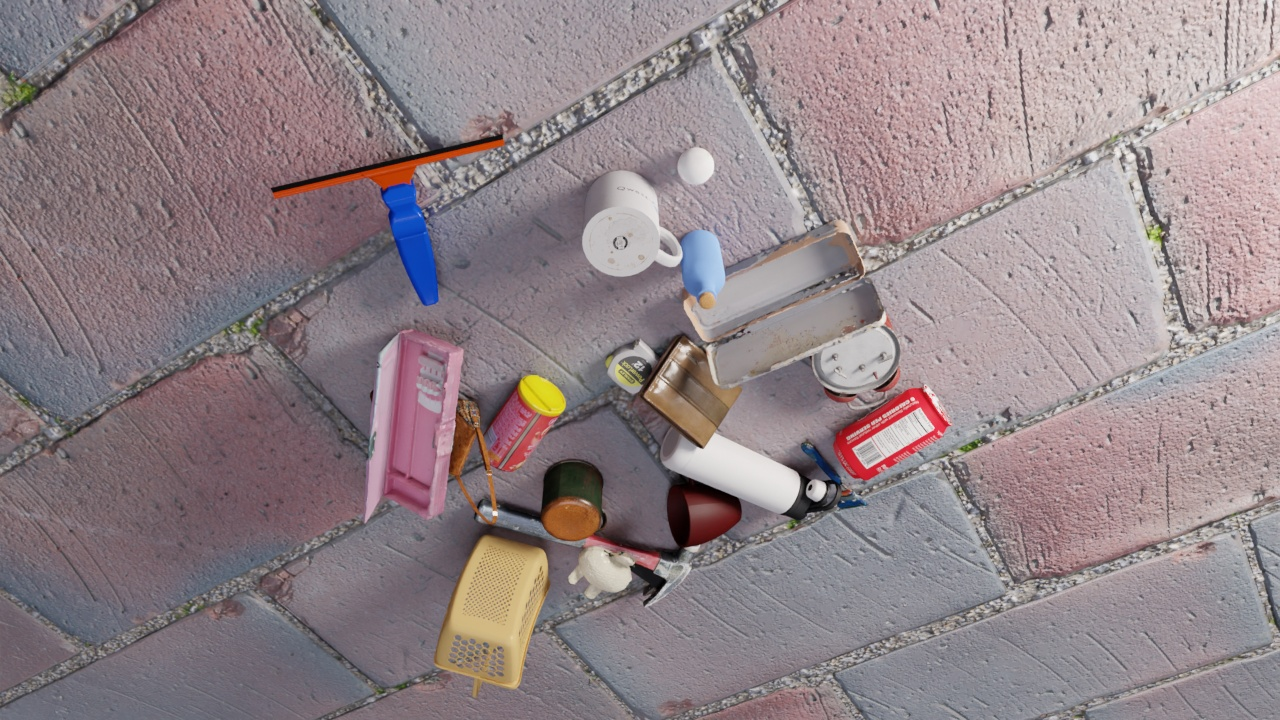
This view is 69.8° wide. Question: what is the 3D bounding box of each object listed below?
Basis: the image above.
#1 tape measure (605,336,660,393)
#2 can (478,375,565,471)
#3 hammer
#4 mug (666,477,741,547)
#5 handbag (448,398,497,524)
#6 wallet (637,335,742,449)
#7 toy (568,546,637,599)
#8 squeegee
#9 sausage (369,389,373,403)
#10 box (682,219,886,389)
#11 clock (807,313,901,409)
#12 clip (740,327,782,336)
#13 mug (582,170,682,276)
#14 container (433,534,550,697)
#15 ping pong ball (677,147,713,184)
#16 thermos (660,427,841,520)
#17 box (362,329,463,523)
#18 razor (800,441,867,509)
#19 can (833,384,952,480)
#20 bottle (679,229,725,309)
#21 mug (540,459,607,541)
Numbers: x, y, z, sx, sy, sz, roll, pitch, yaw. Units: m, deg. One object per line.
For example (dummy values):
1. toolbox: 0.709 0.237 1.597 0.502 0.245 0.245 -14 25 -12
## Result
1. tape measure: -0.007 0.007 1.173 0.065 0.016 0.064 -36 117 22
2. can: -0.155 0.083 1.194 0.066 0.066 0.125 28 119 -18
3. hammer: -0.085 0.270 1.343 0.326 0.036 0.141 19 120 -13
4. mug: 0.093 0.198 1.278 0.088 0.087 0.114 -4 98 -19
5. handbag: -0.218 0.135 1.152 0.043 0.195 0.094 7 124 -32
6. wallet: 0.064 0.041 1.164 0.121 0.027 0.098 41 74 -23
7. toy: -0.049 0.297 1.310 0.087 0.050 0.112 41 108 -21
8. squeegee: -0.262 -0.146 1.045 0.249 0.055 0.185 -16 125 -11
9. sausage: -0.320 0.100 1.221 0.040 0.040 0.156 -7 123 4
10. box: 0.165 -0.063 1.081 0.217 0.095 0.115 -24 118 14
11. clock: 0.271 0.003 1.147 0.110 0.061 0.157 -17 123 10
12. clip: 0.153 -0.038 1.142 0.060 0.023 0.044 0 120 -3
13. mug: -0.006 -0.145 1.022 0.119 0.096 0.083 27 120 -18
14. container: -0.210 0.364 1.306 0.129 0.182 0.167 14 133 1
15. ping pong ball: 0.061 -0.214 1.010 0.040 0.040 0.040 0 124 -1
16. thermos: 0.147 0.148 1.231 0.230 0.068 0.101 25 151 -18
17. box: -0.297 0.088 1.128 0.099 0.106 0.233 22 112 25
18. razor: 0.266 0.158 1.278 0.044 0.018 0.141 -17 124 40
19. can: 0.328 0.096 1.202 0.143 0.074 0.074 -36 118 21
20. bottle: 0.071 -0.098 1.034 0.048 0.131 0.048 0 124 -1
21. mug: -0.085 0.202 1.267 0.085 0.081 0.111 -36 118 21
